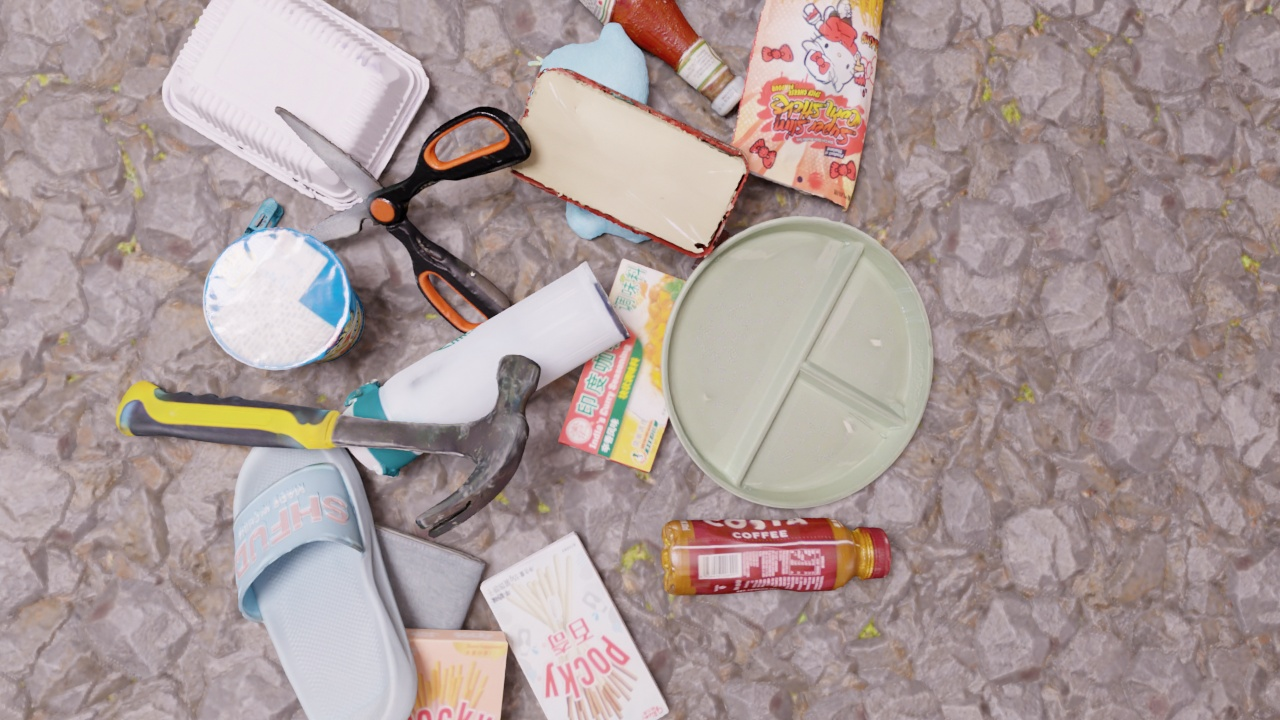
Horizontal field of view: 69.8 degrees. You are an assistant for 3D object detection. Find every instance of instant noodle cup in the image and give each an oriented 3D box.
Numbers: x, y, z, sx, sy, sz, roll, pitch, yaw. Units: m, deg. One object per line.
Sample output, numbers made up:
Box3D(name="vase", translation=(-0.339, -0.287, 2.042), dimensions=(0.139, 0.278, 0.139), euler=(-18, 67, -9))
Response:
Box3D(name="instant noodle cup", translation=(-0.250, -0.037, 0.674), dimensions=(0.099, 0.110, 0.099), euler=(0, 85, -5))
Box3D(name="instant noodle cup", translation=(-0.266, -0.210, 0.696), dimensions=(0.173, 0.060, 0.138), euler=(31, 92, -7))

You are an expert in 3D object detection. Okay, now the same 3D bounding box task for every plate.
Box3D(name="plate", translation=(0.124, 0.002, 0.728), dimensions=(0.230, 0.027, 0.230), euler=(-1, 93, -13))

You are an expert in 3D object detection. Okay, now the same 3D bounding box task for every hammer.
Box3D(name="hammer", translation=(-0.233, 0.050, 0.647), dimensions=(0.324, 0.032, 0.126), euler=(3, 62, 17))

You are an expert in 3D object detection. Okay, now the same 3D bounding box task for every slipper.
Box3D(name="slipper", translation=(-0.235, 0.157, 0.647), dimensions=(0.104, 0.074, 0.245), euler=(-33, 66, 7))

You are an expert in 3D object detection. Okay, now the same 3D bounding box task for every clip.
Box3D(name="clip", translation=(-0.300, -0.101, 0.720), dimensions=(0.014, 0.046, 0.057), euler=(29, 82, -1))

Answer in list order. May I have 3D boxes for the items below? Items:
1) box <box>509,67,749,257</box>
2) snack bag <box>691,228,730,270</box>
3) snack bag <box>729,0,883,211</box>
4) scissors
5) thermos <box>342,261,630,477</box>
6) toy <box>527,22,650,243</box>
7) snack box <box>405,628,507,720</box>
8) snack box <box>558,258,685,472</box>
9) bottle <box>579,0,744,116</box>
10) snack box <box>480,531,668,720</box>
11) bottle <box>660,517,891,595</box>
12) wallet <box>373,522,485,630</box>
Box3D(name="box", translation=(-0.008, -0.148, 0.680), dimensions=(0.168, 0.077, 0.091), euler=(24, 107, -3))
Box3D(name="snack bag", translation=(0.097, -0.068, 0.751), dimensions=(0.104, 0.026, 0.048), euler=(32, 78, -2))
Box3D(name="snack bag", translation=(0.142, -0.238, 0.748), dimensions=(0.128, 0.073, 0.207), euler=(14, 84, -26))
Box3D(name="scissors", translation=(-0.170, -0.108, 0.685), dimensions=(0.231, 0.021, 0.221), euler=(-17, 120, 22))
Box3D(name="thermos", translation=(-0.121, 0.008, 0.693), dimensions=(0.224, 0.073, 0.073), euler=(-30, 88, 2))
Box3D(name="toy", translation=(-0.032, -0.183, 0.738), dimensions=(0.156, 0.050, 0.161), euler=(29, 94, -7))
Box3D(name="snack box", translation=(-0.148, 0.278, 0.676), dimensions=(0.084, 0.026, 0.157), euler=(5, 92, -13))
Box3D(name="snack box", translation=(-0.004, 0.004, 0.735), dimensions=(0.077, 0.027, 0.155), euler=(19, 83, -2))
Box3D(name="bottle", translation=(0.006, -0.282, 0.746), dimensions=(0.206, 0.060, 0.059), euler=(43, 82, -6))
Box3D(name="snack box", translation=(-0.051, 0.222, 0.712), dimensions=(0.084, 0.027, 0.157), euler=(-28, 87, -7))
Box3D(name="bottle", translation=(0.105, 0.152, 0.717), dimensions=(0.175, 0.057, 0.057), euler=(0, 85, -5))
Box3D(name="wallet", translation=(-0.190, 0.198, 0.696), dimensions=(0.106, 0.037, 0.129), euler=(20, 85, -5))
